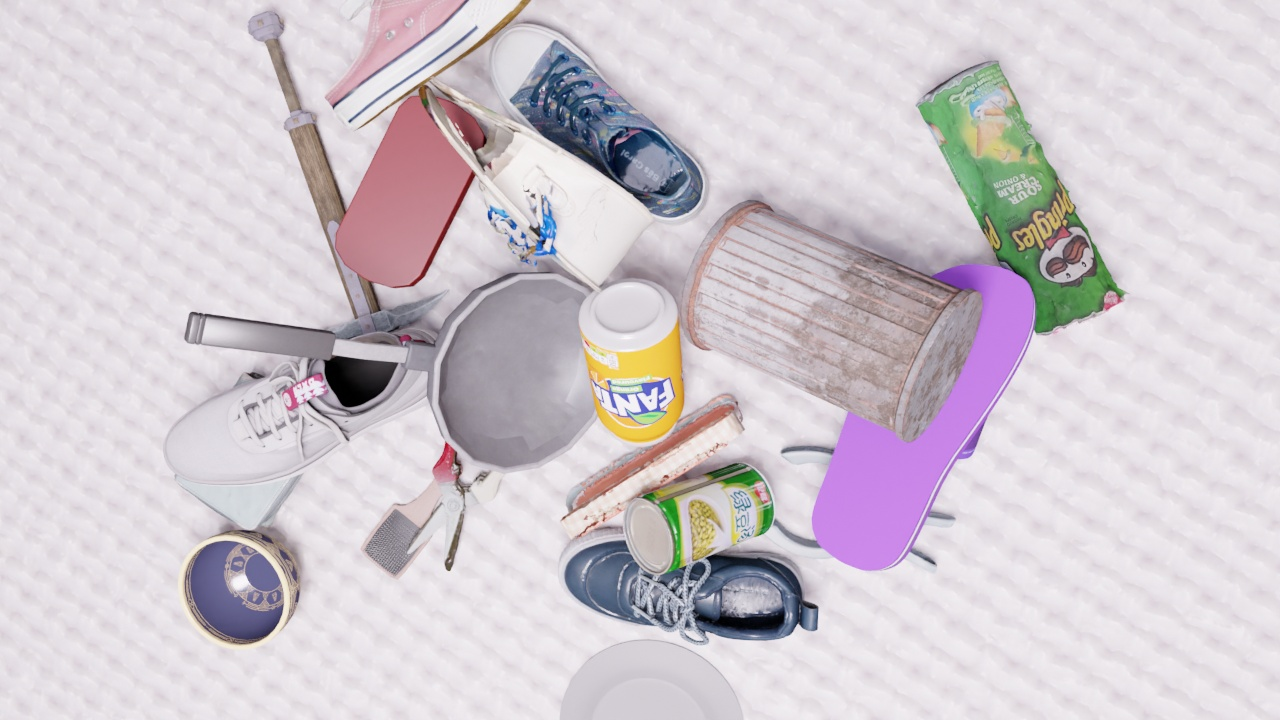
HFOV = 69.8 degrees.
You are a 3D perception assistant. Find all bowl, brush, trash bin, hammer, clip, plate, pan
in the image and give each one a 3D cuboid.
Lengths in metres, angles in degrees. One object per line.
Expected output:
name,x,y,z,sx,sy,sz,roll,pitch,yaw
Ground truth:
bowl,-0.377,0.213,0.887,0.112,0.061,0.112,1,99,9
brush,-0.216,0.149,0.881,0.050,0.015,0.136,39,100,2
trash bin,0.140,-0.036,0.721,0.211,0.130,0.131,27,100,29
hammer,-0.295,-0.172,0.855,0.147,0.028,0.317,-18,93,4
clip,0.196,0.111,0.811,0.171,0.029,0.141,9,98,7
plate,0.009,0.353,0.870,0.178,0.012,0.178,1,96,8
pan,-0.172,-0.003,0.734,0.041,0.356,0.179,26,103,48
brush,-0.204,-0.149,0.824,0.082,0.042,0.173,27,91,-4

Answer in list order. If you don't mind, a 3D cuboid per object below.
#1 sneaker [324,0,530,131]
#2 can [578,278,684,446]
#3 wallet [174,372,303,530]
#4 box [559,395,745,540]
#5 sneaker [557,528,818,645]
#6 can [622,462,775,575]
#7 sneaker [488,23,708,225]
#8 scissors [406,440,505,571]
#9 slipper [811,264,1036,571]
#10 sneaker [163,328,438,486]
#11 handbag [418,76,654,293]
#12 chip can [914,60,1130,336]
sneaker,-0.184,-0.296,0.787,0.241,0.118,0.088,-30,108,16
can,-0.005,0.004,0.768,0.079,0.079,0.143,-3,140,4
wallet,-0.367,0.086,0.880,0.100,0.054,0.132,36,97,-4
box,0.011,0.095,0.814,0.187,0.083,0.043,-33,93,8
sneaker,0.037,0.207,0.813,0.236,0.087,0.089,3,96,7
can,0.052,0.133,0.783,0.067,0.120,0.067,20,116,48
sneaker,-0.042,-0.202,0.788,0.235,0.079,0.087,41,99,2
scissors,-0.156,0.098,0.860,0.179,0.015,0.193,-17,100,2
slipper,0.238,0.050,0.772,0.107,0.084,0.266,27,93,31
sneaker,-0.295,0.038,0.796,0.263,0.129,0.096,-22,83,-5
handbag,-0.099,-0.141,0.726,0.199,0.200,0.093,38,93,-21
chip can,0.306,-0.133,0.746,0.075,0.075,0.223,-29,91,10
